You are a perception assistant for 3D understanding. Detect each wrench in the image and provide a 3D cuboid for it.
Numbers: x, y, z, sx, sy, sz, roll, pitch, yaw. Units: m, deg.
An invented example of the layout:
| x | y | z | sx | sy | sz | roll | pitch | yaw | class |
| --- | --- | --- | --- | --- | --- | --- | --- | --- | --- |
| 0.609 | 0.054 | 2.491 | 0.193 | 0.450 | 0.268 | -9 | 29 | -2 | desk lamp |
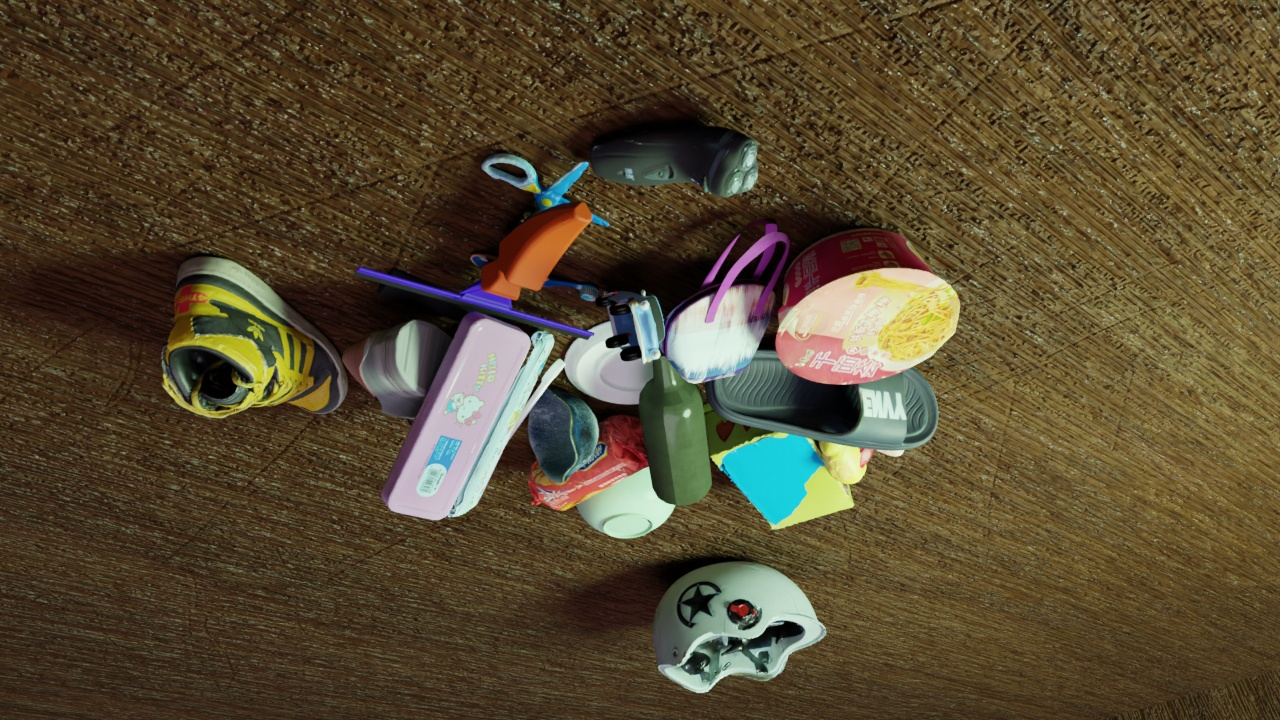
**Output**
| x | y | z | sx | sy | sz | roll | pitch | yaw | class |
| --- | --- | --- | --- | --- | --- | --- | --- | --- | --- |
| -0.145 | 0.075 | 1.066 | 0.009 | 0.047 | 0.274 | 40 | 137 | 0 | wrench |

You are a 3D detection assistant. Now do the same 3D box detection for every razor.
| x | y | z | sx | sy | sz | roll | pitch | yaw | class |
| --- | --- | --- | --- | --- | --- | --- | --- | --- | --- |
| 0.027 | -0.162 | 0.765 | 0.140 | 0.063 | 0.053 | 1 | 143 | 11 | razor |

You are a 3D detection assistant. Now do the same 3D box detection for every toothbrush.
| x | y | z | sx | sy | sz | roll | pitch | yaw | class |
| --- | --- | --- | --- | --- | --- | --- | --- | --- | --- |
| -0.101 | -0.081 | 0.897 | 0.135 | 0.017 | 0.022 | 14 | 134 | -24 | toothbrush |

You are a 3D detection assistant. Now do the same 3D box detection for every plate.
| x | y | z | sx | sy | sz | roll | pitch | yaw | class |
| --- | --- | --- | --- | --- | --- | --- | --- | --- | --- |
| -0.006 | 0.006 | 1.025 | 0.157 | 0.014 | 0.157 | -4 | 143 | -3 | plate |

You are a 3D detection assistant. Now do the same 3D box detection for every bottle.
| x | y | z | sx | sy | sz | roll | pitch | yaw | class |
| --- | --- | --- | --- | --- | --- | --- | --- | --- | --- |
| 0.037 | 0.068 | 1.026 | 0.071 | 0.071 | 0.207 | -7 | 127 | 3 | bottle |

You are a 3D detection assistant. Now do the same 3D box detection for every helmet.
| x | y | z | sx | sy | sz | roll | pitch | yaw | class |
| --- | --- | --- | --- | --- | --- | --- | --- | --- | --- |
| 0.145 | 0.402 | 1.446 | 0.264 | 0.163 | 0.237 | -20 | 145 | 9 | helmet |

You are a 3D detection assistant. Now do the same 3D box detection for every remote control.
| x | y | z | sx | sy | sz | roll | pitch | yaw | class |
| --- | --- | --- | --- | --- | --- | --- | --- | --- | --- |
| -0.194 | -0.053 | 0.924 | 0.136 | 0.015 | 0.032 | 23 | 135 | -32 | remote control |

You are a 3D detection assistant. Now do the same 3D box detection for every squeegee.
| x | y | z | sx | sy | sz | roll | pitch | yaw | class |
| --- | --- | --- | --- | --- | --- | --- | --- | --- | --- |
| -0.102 | -0.093 | 0.827 | 0.249 | 0.055 | 0.185 | 15 | 152 | -33 | squeegee |

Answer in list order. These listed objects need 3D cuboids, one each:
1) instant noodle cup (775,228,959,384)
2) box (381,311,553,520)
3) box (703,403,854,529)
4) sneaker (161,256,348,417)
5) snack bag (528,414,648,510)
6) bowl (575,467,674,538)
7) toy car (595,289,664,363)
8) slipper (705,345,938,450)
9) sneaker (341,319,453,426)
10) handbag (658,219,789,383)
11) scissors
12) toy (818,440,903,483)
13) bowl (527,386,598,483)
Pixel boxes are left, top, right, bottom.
| x | y | z | sx | sy | sz | roll | pitch | yaw | class |
| --- | --- | --- | --- | --- | --- | --- | --- | --- | --- |
| 0.217 | -0.058 | 0.915 | 0.178 | 0.077 | 0.179 | -4 | 143 | -3 | instant noodle cup |
| -0.163 | 0.060 | 0.927 | 0.149 | 0.051 | 0.214 | 14 | 104 | -62 | box |
| 0.175 | 0.120 | 1.147 | 0.125 | 0.081 | 0.221 | -22 | 137 | 19 | box |
| -0.374 | 0.015 | 0.907 | 0.086 | 0.121 | 0.239 | -14 | 141 | 14 | sneaker |
| -0.061 | 0.122 | 1.125 | 0.177 | 0.082 | 0.082 | -31 | 136 | 29 | snack bag |
| -0.018 | 0.186 | 1.211 | 0.151 | 0.076 | 0.151 | -3 | 144 | -3 | bowl |
| -0.005 | -0.037 | 0.868 | 0.054 | 0.153 | 0.056 | -15 | 101 | -9 | toy car |
| 0.207 | 0.034 | 0.998 | 0.268 | 0.110 | 0.083 | 8 | 174 | -8 | slipper |
| -0.225 | 0.029 | 0.965 | 0.090 | 0.099 | 0.236 | -1 | 155 | 20 | sneaker |
| 0.091 | -0.063 | 0.902 | 0.144 | 0.068 | 0.170 | -10 | 141 | -38 | handbag |
| -0.086 | -0.145 | 0.811 | 0.130 | 0.013 | 0.126 | 26 | 141 | -30 | scissors |
| 0.261 | 0.088 | 1.104 | 0.137 | 0.105 | 0.067 | -15 | -176 | -39 | toy |
| -0.084 | 0.082 | 1.059 | 0.055 | 0.110 | 0.111 | -10 | 150 | -34 | bowl |
